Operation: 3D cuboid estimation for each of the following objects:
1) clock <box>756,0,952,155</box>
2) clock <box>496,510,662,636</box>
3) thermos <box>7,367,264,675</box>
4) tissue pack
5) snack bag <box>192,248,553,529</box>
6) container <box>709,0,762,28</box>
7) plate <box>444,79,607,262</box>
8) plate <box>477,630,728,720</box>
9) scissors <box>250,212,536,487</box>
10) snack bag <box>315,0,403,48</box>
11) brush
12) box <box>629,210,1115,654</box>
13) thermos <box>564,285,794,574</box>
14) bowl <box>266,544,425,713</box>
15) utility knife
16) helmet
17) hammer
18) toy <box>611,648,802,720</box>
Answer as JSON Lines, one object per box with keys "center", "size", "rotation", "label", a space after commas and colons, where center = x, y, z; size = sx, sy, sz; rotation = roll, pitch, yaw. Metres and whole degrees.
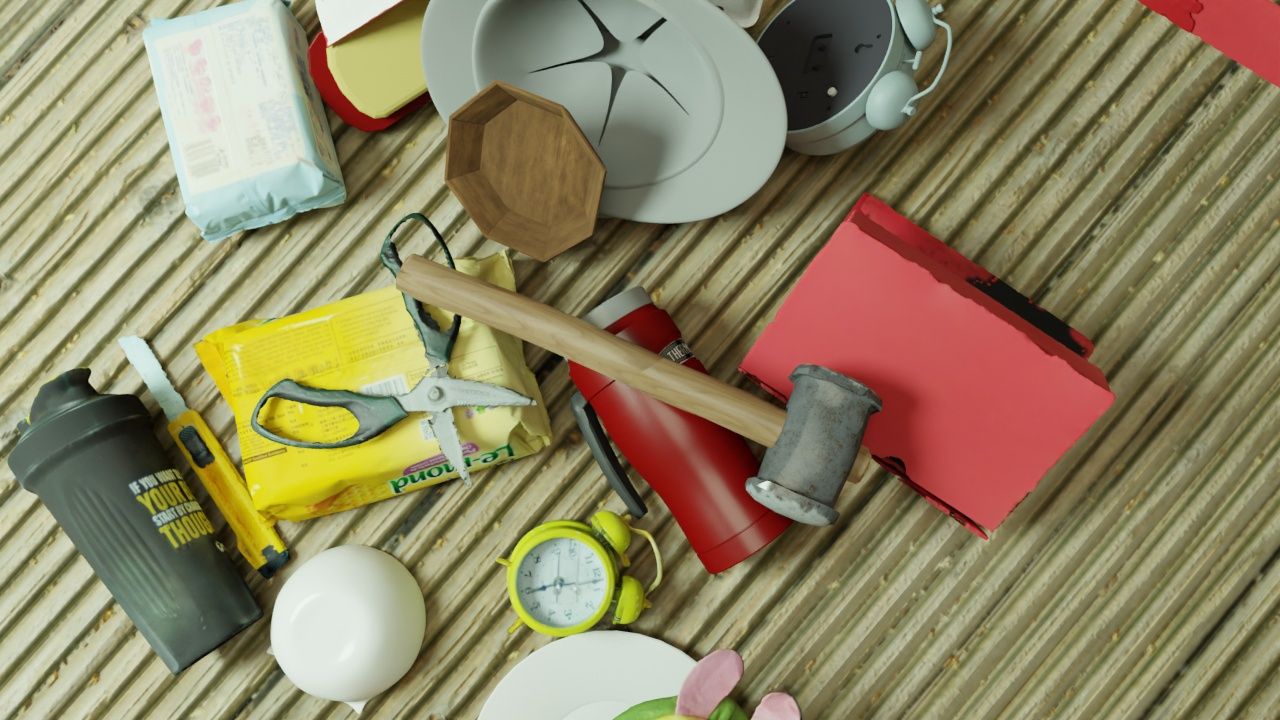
{"center": [0.147, -0.211, 0.661], "size": [0.159, 0.045, 0.122], "rotation": [10, 80, 43], "label": "clock"}
{"center": [-0.043, 0.154, 0.665], "size": [0.119, 0.057, 0.083], "rotation": [-13, 83, -5], "label": "clock"}
{"center": [-0.369, 0.118, 0.670], "size": [0.098, 0.098, 0.221], "rotation": [-35, 89, -2], "label": "thermos"}
{"center": [-0.304, -0.193, 0.708], "size": [0.112, 0.070, 0.181], "rotation": [-17, 81, 0], "label": "tissue pack"}
{"center": [-0.196, 0.021, 0.680], "size": [0.247, 0.068, 0.159], "rotation": [-17, 84, 1], "label": "snack bag"}
{"center": [0.067, -0.335, 0.715], "size": [0.081, 0.049, 0.129], "rotation": [14, 85, 4], "label": "container"}
{"center": [-0.080, -0.137, 0.659], "size": [0.131, 0.025, 0.131], "rotation": [14, 127, 19], "label": "plate"}
{"center": [-0.023, 0.303, 0.667], "size": [0.208, 0.015, 0.208], "rotation": [0, 84, 3], "label": "plate"}
{"center": [-0.169, -0.011, 0.641], "size": [0.202, 0.015, 0.204], "rotation": [3, 80, 5], "label": "scissors"}
{"center": [-0.191, -0.315, 0.655], "size": [0.131, 0.039, 0.144], "rotation": [-20, 75, 24], "label": "snack bag"}
{"center": [-0.169, -0.246, 0.702], "size": [0.173, 0.042, 0.082], "rotation": [-33, 117, -1], "label": "brush"}
{"center": [0.148, 0.092, 0.772], "size": [0.214, 0.480, 0.170], "rotation": [34, 63, 6], "label": "box"}
{"center": [0.016, 0.055, 0.664], "size": [0.108, 0.083, 0.198], "rotation": [-36, 85, 25], "label": "thermos"}
{"center": [-0.220, 0.195, 0.670], "size": [0.115, 0.050, 0.114], "rotation": [0, 84, 3], "label": "bowl"}
{"center": [-0.340, 0.071, 0.710], "size": [0.030, 0.019, 0.224], "rotation": [-35, 80, -11], "label": "utility knife"}
{"center": [-0.015, -0.211, 0.672], "size": [0.271, 0.117, 0.184], "rotation": [18, 128, 10], "label": "helmet"}
{"center": [-0.004, 0.004, 0.598], "size": [0.328, 0.052, 0.098], "rotation": [24, 81, 0], "label": "hammer"}
{"center": [0.013, 0.304, 0.613], "size": [0.190, 0.088, 0.238], "rotation": [34, 91, -14], "label": "toy"}
